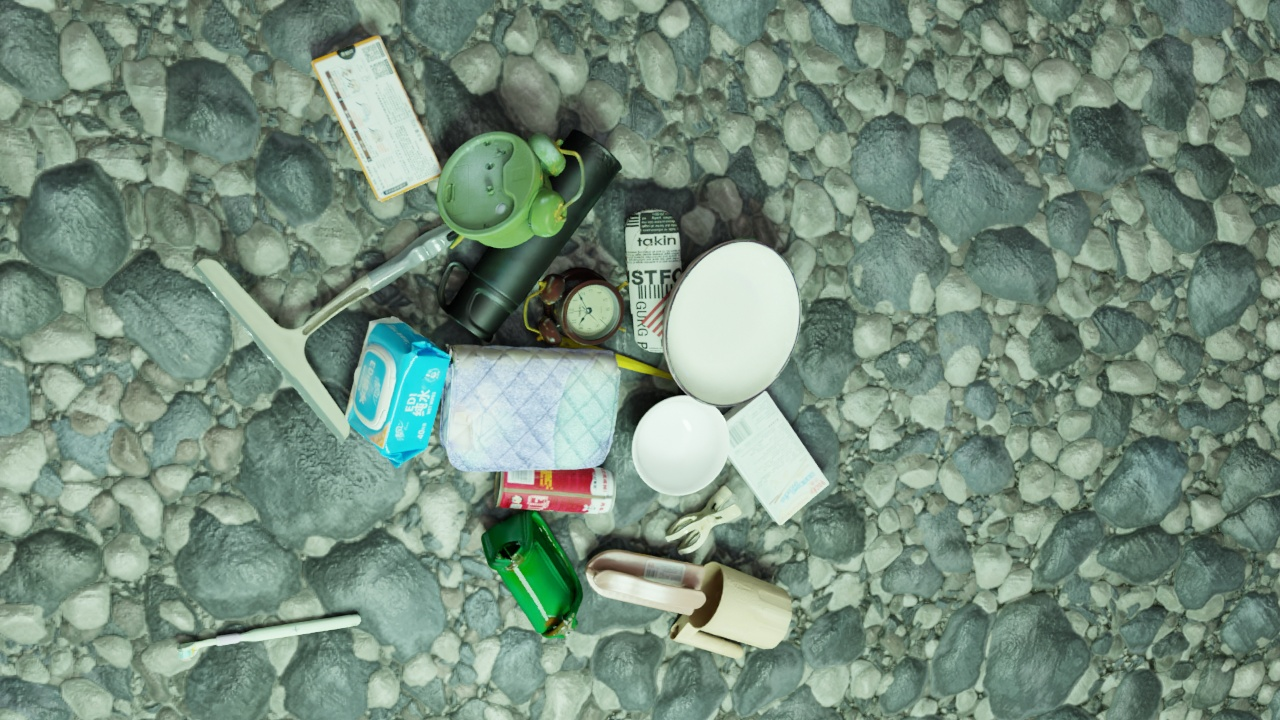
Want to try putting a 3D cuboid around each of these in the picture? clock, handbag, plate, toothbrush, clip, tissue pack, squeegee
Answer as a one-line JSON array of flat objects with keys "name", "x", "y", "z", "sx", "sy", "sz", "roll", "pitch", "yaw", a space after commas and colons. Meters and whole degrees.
[{"name": "clock", "x": -0.132, "y": -0.176, "z": 0.947, "sx": 0.161, "sy": 0.056, "sz": 0.116, "roll": -9, "pitch": 72, "yaw": 19}, {"name": "handbag", "x": -0.125, "y": 0.050, "z": 1.011, "sx": 0.193, "sy": 0.075, "sz": 0.134, "roll": 2, "pitch": 105, "yaw": -25}, {"name": "plate", "x": 0.099, "y": -0.043, "z": 1.044, "sx": 0.192, "sy": 0.039, "sz": 0.192, "roll": -10, "pitch": 109, "yaw": -30}, {"name": "toothbrush", "x": -0.408, "y": 0.304, "z": 1.016, "sx": 0.189, "sy": 0.029, "sz": 0.020, "roll": -7, "pitch": 60, "yaw": -16}, {"name": "toothbrush", "x": -0.006, "y": 0.006, "z": 1.079, "sx": 0.190, "sy": 0.016, "sz": 0.016, "roll": 18, "pitch": 94, "yaw": -18}, {"name": "clip", "x": 0.076, "y": 0.197, "z": 1.126, "sx": 0.097, "sy": 0.060, "sz": 0.034, "roll": -40, "pitch": 107, "yaw": 6}, {"name": "handbag", "x": -0.118, "y": 0.241, "z": 1.034, "sx": 0.068, "sy": 0.120, "sz": 0.131, "roll": -30, "pitch": 108, "yaw": -4}, {"name": "clock", "x": -0.074, "y": -0.058, "z": 1.020, "sx": 0.121, "sy": 0.055, "sz": 0.082, "roll": -5, "pitch": 110, "yaw": -26}, {"name": "tissue pack", "x": -0.256, "y": 0.030, "z": 0.957, "sx": 0.063, "sy": 0.090, "sz": 0.140, "roll": 1, "pitch": 114, "yaw": -48}, {"name": "squeegee", "x": -0.291, "y": -0.077, "z": 0.973, "sx": 0.246, "sy": 0.039, "sz": 0.246, "roll": -38, "pitch": 126, "yaw": -13}]

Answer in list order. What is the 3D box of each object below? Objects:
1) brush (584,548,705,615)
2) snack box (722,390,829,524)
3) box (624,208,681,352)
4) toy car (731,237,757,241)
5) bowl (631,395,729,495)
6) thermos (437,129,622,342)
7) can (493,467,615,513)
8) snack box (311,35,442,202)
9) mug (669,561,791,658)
[{"name": "brush", "x": 0.004, "y": 0.263, "z": 1.098, "sx": 0.145, "sy": 0.073, "sz": 0.063, "roll": 15, "pitch": 95, "yaw": -16}, {"name": "snack box", "x": 0.160, "y": 0.119, "z": 1.141, "sx": 0.084, "sy": 0.027, "sz": 0.157, "roll": -38, "pitch": 107, "yaw": -7}, {"name": "box", "x": 0.014, "y": -0.093, "z": 1.060, "sx": 0.075, "sy": 0.077, "sz": 0.164, "roll": -5, "pitch": 104, "yaw": 5}, {"name": "toy car", "x": 0.121, "y": -0.101, "z": 1.086, "sx": 0.043, "sy": 0.036, "sz": 0.091, "roll": -12, "pitch": 110, "yaw": -16}, {"name": "bowl", "x": 0.039, "y": 0.093, "z": 1.082, "sx": 0.118, "sy": 0.065, "sz": 0.118, "roll": -3, "pitch": 101, "yaw": -16}, {"name": "thermos", "x": -0.127, "y": -0.140, "z": 0.997, "sx": 0.090, "sy": 0.068, "sz": 0.242, "roll": 37, "pitch": 88, "yaw": 4}, {"name": "can", "x": -0.098, "y": 0.145, "z": 1.047, "sx": 0.132, "sy": 0.053, "sz": 0.053, "roll": 6, "pitch": 97, "yaw": -15}, {"name": "snack box", "x": -0.272, "y": -0.250, "z": 0.955, "sx": 0.075, "sy": 0.026, "sz": 0.154, "roll": -26, "pitch": 105, "yaw": -10}, {"name": "mug", "x": 0.112, "y": 0.319, "z": 1.141, "sx": 0.103, "sy": 0.084, "sz": 0.125, "roll": 23, "pitch": 116, "yaw": -20}]
